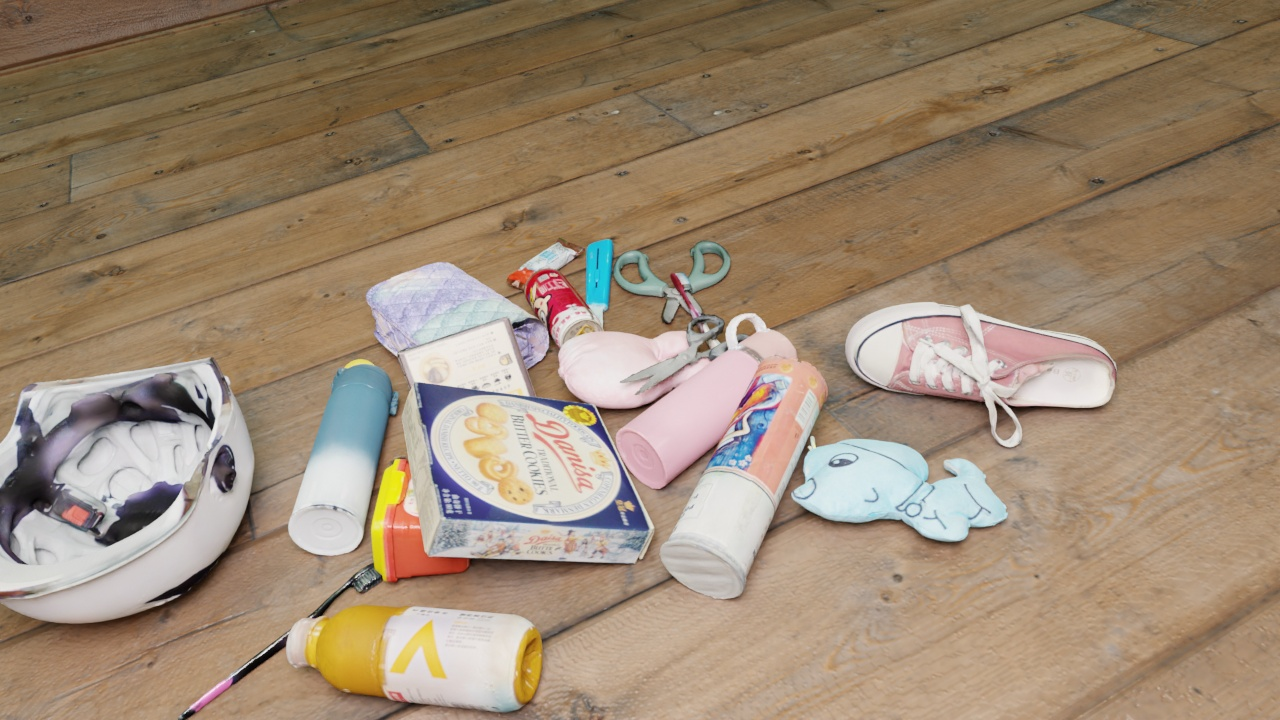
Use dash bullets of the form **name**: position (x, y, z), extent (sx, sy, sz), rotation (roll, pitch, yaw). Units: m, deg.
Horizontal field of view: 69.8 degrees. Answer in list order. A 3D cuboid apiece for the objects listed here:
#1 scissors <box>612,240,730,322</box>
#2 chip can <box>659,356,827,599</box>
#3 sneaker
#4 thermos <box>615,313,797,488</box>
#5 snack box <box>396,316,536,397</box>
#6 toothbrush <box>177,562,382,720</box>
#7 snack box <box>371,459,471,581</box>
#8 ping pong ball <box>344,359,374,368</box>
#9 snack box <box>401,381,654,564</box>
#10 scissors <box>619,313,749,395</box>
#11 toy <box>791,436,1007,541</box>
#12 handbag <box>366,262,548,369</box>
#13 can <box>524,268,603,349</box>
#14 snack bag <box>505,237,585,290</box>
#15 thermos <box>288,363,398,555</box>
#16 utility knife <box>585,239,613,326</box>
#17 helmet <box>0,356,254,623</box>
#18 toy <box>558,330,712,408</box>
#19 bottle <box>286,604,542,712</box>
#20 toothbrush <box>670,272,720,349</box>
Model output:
- **scissors**: position (0.055, -0.101, 1.097), extent (0.175, 0.019, 0.175), rotation (-22, 39, -19)
- **chip can**: position (0.093, 0.091, 0.771), extent (0.071, 0.071, 0.214), rotation (12, 48, 26)
- **sneaker**: position (0.308, 0.006, 0.838), extent (0.241, 0.118, 0.087), rotation (9, 20, 15)
- **thermos**: position (0.065, 0.031, 0.866), extent (0.198, 0.087, 0.067), rotation (-36, 16, -29)
- **snack box**: position (-0.165, 0.033, 0.904), extent (0.113, 0.125, 0.053), rotation (-20, 6, -15)
- **toothbrush**: position (-0.284, 0.225, 0.742), extent (0.018, 0.014, 0.188), rotation (34, 54, 27)
- **snack box**: position (-0.183, 0.138, 0.787), extent (0.080, 0.082, 0.091), rotation (3, 36, -7)
- **ping pong ball**: position (-0.304, 0.019, 0.995), extent (0.040, 0.040, 0.040), rotation (-6, 37, 4)
- **snack box**: position (-0.102, 0.094, 0.786), extent (0.182, 0.046, 0.177), rotation (8, 30, -26)
- **scissors**: position (0.053, -0.001, 0.917), extent (0.150, 0.014, 0.170), rotation (12, 35, -4)
- **toy**: position (0.209, 0.104, 0.770), extent (0.161, 0.050, 0.156), rotation (-18, 35, -28)
- **handbag**: position (-0.209, -0.039, 1.025), extent (0.134, 0.076, 0.194), rotation (-27, 42, -29)
- **can**: position (-0.086, -0.054, 1.030), extent (0.053, 0.053, 0.132), rotation (-20, 36, -14)
- **snack bag**: position (-0.119, -0.121, 1.153), extent (0.048, 0.026, 0.103), rotation (24, 47, 28)
- **thermos**: position (-0.280, 0.085, 0.884), extent (0.070, 0.070, 0.220), rotation (-8, 36, 1)
- **utility knife**: position (-0.050, -0.087, 1.102), extent (0.034, 0.018, 0.204), rotation (-6, 38, 3)
- **helmet**: position (-0.444, 0.126, 0.797), extent (0.229, 0.146, 0.258), rotation (-12, 45, -2)
- **toy**: position (-0.006, 0.005, 0.941), extent (0.159, 0.054, 0.121), rotation (-8, 35, -19)
- **bottle**: position (-0.170, 0.218, 0.682), extent (0.190, 0.068, 0.067), rotation (1, 38, 13)
- **toothbrush**: position (0.070, -0.042, 1.005), extent (0.017, 0.016, 0.187), rotation (-12, 43, -14)
